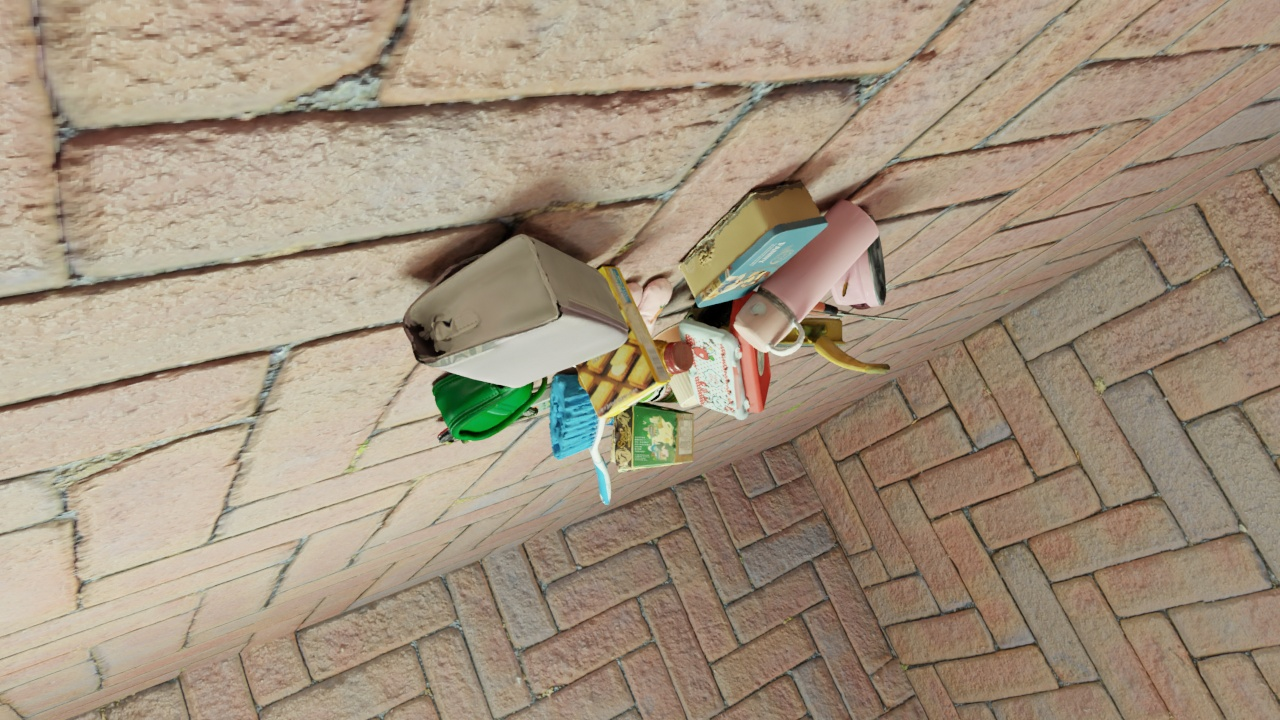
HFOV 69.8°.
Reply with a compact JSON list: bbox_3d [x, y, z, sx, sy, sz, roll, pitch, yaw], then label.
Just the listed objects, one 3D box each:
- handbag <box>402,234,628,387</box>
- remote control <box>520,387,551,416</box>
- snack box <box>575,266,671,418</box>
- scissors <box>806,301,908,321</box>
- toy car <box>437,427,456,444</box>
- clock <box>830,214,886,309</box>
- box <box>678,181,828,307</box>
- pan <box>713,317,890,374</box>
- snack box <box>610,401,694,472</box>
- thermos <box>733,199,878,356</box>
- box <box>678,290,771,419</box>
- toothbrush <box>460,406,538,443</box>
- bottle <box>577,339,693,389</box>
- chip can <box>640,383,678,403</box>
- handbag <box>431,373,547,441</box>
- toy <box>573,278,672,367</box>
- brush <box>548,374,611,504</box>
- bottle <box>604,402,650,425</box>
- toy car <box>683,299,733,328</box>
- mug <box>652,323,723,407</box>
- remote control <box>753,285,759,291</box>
[{"bbox_3d":[-0.111,-0.039,0.853,0.145,0.098,0.197,-29,167,12],"label":"handbag"},{"bbox_3d":[-0.142,0.059,1.357,0.135,0.019,0.056,-22,166,-11],"label":"remote control"},{"bbox_3d":[-0.034,-0.019,0.974,0.087,0.140,0.033,-32,164,32],"label":"snack box"},{"bbox_3d":[0.244,-0.067,1.220,0.223,0.015,0.189,6,180,13],"label":"scissors"},{"bbox_3d":[-0.237,0.089,1.271,0.049,0.031,0.106,-36,170,36],"label":"toy car"},{"bbox_3d":[0.285,-0.124,1.200,0.060,0.117,0.158,-7,176,24],"label":"clock"},{"bbox_3d":[0.123,-0.129,1.009,0.089,0.061,0.185,-17,167,-33],"label":"box"},{"bbox_3d":[0.235,-0.022,1.297,0.197,0.078,0.358,-1,180,-22],"label":"pan"},{"bbox_3d":[0.025,0.121,1.445,0.106,0.118,0.117,2,178,24],"label":"snack box"},{"bbox_3d":[0.200,-0.093,1.082,0.198,0.087,0.067,-48,147,-6],"label":"thermos"},{"bbox_3d":[0.110,-0.005,1.210,0.102,0.095,0.202,6,147,16],"label":"box"},{"bbox_3d":[-0.208,0.094,1.328,0.017,0.012,0.186,23,149,-37],"label":"toothbrush"},{"bbox_3d":[-0.007,0.007,1.201,0.175,0.057,0.057,-11,180,45],"label":"bottle"},{"bbox_3d":[0.025,0.032,1.441,0.072,0.072,0.235,-29,167,18],"label":"chip can"},{"bbox_3d":[-0.180,0.043,1.116,0.120,0.068,0.131,-28,167,10],"label":"handbag"},{"bbox_3d":[-0.027,-0.042,1.106,0.121,0.054,0.160,-14,156,-40],"label":"toy"},{"bbox_3d":[-0.084,0.132,1.394,0.109,0.060,0.315,-17,137,-25],"label":"brush"},{"bbox_3d":[-0.040,0.076,1.510,0.065,0.065,0.218,-30,167,20],"label":"bottle"},{"bbox_3d":[0.110,-0.086,1.185,0.070,0.042,0.159,-10,150,-36],"label":"toy car"},{"bbox_3d":[0.072,0.009,1.354,0.081,0.106,0.115,-23,167,-7],"label":"mug"},{"bbox_3d":[0.145,-0.101,1.245,0.136,0.020,0.055,-33,166,31],"label":"remote control"}]
